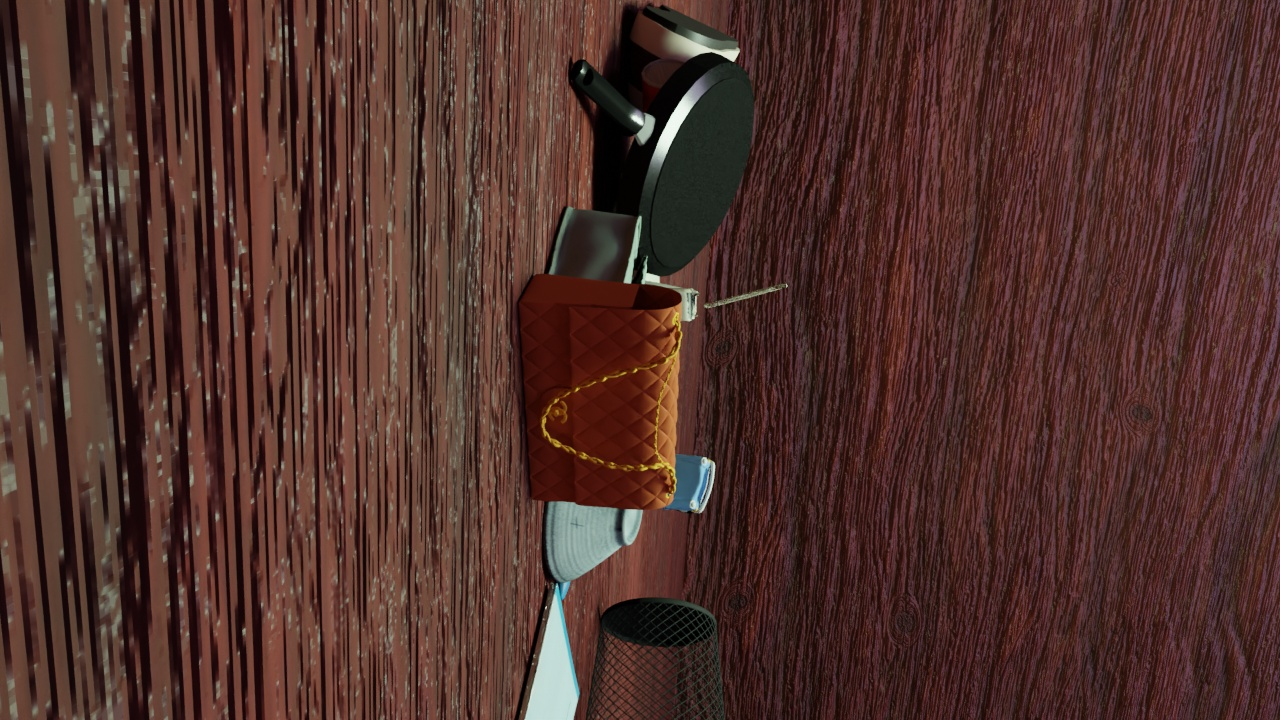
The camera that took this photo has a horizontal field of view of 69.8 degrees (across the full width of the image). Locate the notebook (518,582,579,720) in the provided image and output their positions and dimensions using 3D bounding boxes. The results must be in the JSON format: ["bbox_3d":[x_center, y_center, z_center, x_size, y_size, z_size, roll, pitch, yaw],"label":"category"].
[{"bbox_3d":[-0.085,0.339,0.828,0.254,0.009,0.180,88,10,-50],"label":"notebook"}]

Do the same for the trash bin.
[{"bbox_3d":[0.018,0.408,1.085,0.184,0.184,0.209,86,6,-52],"label":"trash bin"}]

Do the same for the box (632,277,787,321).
[{"bbox_3d":[0.050,-0.063,0.912,0.143,0.184,0.044,-61,151,-84],"label":"box"}]

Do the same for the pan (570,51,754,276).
[{"bbox_3d":[0.026,-0.196,0.854,0.225,0.034,0.356,-65,158,3],"label":"pan"}]

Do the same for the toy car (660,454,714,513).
[{"bbox_3d":[0.008,0.123,0.951,0.054,0.154,0.056,33,66,-40],"label":"toy car"}]

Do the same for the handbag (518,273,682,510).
[{"bbox_3d":[-0.026,0.031,0.659,0.060,0.109,0.172,-74,167,-57],"label":"handbag"}]

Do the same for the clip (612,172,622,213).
[{"bbox_3d":[-0.006,-0.149,0.972,0.059,0.052,0.102,-123,-144,-81],"label":"clip"}]

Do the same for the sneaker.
[{"bbox_3d":[0.040,-0.328,1.051,0.293,0.111,0.117,-72,-173,-67],"label":"sneaker"}]

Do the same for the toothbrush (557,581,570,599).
[{"bbox_3d":[-0.063,0.158,0.859,0.022,0.017,0.135,85,14,-56],"label":"toothbrush"}]

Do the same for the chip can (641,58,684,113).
[{"bbox_3d":[0.029,-0.206,0.959,0.215,0.052,0.051,88,10,-49],"label":"chip can"}]

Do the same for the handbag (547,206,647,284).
[{"bbox_3d":[-0.032,-0.050,0.730,0.106,0.067,0.121,88,10,-53],"label":"handbag"}]

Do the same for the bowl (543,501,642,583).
[{"bbox_3d":[-0.032,0.131,0.807,0.137,0.057,0.137,7,89,-73],"label":"bowl"}]

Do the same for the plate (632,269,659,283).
[{"bbox_3d":[-0.005,-0.042,1.090,0.182,0.034,0.182,7,88,-83],"label":"plate"}]

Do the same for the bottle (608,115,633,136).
[{"bbox_3d":[-0.017,-0.236,0.884,0.106,0.025,0.025,-28,123,-82],"label":"bottle"}]
